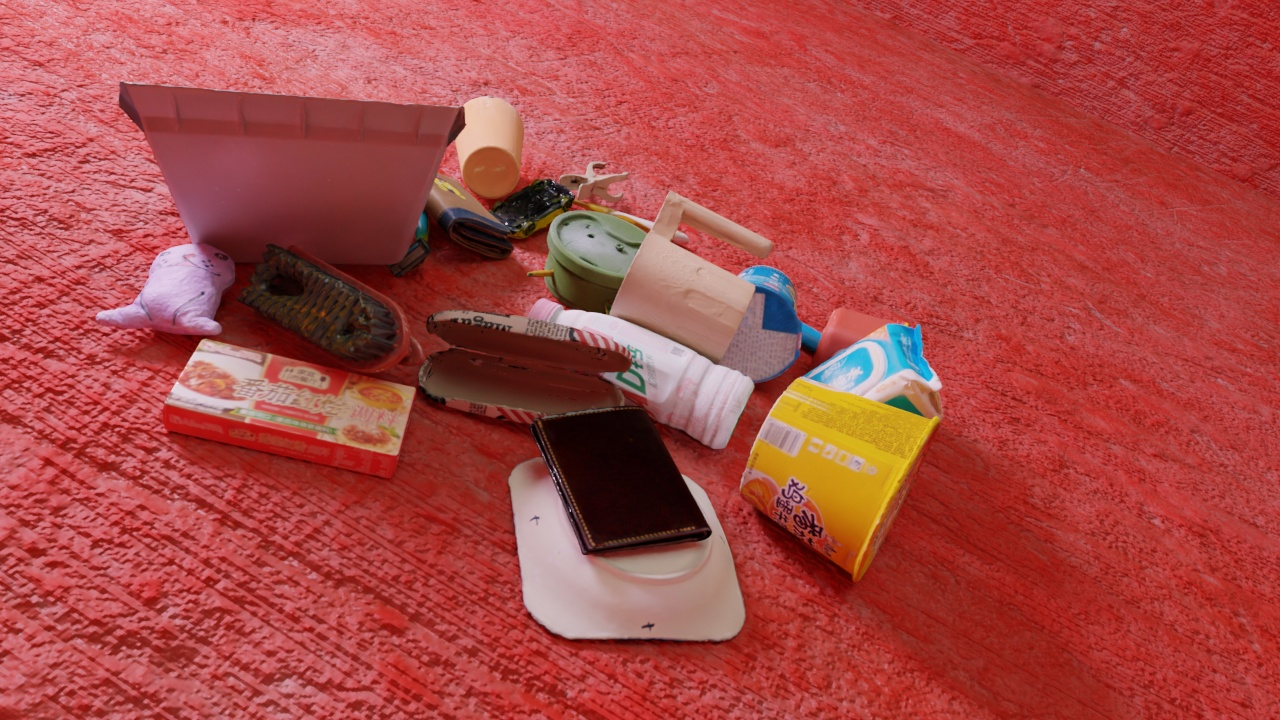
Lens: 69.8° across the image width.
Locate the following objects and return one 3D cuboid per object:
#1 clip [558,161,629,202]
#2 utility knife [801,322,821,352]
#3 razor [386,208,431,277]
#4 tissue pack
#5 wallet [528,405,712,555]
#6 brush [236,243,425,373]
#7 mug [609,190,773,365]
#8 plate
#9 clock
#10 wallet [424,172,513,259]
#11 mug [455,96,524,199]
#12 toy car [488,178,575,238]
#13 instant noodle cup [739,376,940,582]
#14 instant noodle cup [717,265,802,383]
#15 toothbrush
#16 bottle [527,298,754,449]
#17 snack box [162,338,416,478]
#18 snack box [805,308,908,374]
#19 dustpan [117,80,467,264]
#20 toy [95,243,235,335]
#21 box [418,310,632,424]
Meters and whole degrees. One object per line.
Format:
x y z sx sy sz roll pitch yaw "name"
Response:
-0.041 -0.194 1.030 0.083 0.035 0.104 21 22 4 "clip"
0.140 -0.046 0.967 0.191 0.018 0.034 33 24 15 "utility knife"
-0.212 -0.124 0.863 0.028 0.043 0.132 43 18 -34 "razor"
0.191 0.032 0.796 0.063 0.140 0.089 43 28 -25 "tissue pack"
-0.016 0.081 0.646 0.096 0.020 0.122 -5 43 -26 "wallet"
-0.226 -0.034 0.689 0.146 0.063 0.069 25 -4 26 "brush"
0.045 -0.070 0.797 0.103 0.124 0.084 26 -4 1 "mug"
-0.006 0.120 0.646 0.163 0.034 0.164 7 36 -21 "plate"
-0.032 -0.100 0.907 0.116 0.056 0.160 30 35 9 "clock"
-0.181 -0.148 0.890 0.115 0.033 0.090 44 13 31 "wallet"
-0.159 -0.221 0.970 0.078 0.078 0.122 11 32 -17 "mug"
-0.114 -0.155 0.959 0.048 0.032 0.105 35 48 18 "toy car"
0.149 0.084 0.705 0.110 0.138 0.137 26 34 21 "instant noodle cup"
0.112 -0.043 0.889 0.099 0.099 0.109 25 26 4 "instant noodle cup"
-0.035 -0.161 1.025 0.191 0.016 0.018 18 46 -7 "toothbrush"
-0.005 0.005 0.775 0.197 0.068 0.068 26 35 8 "bottle"
-0.239 0.033 0.639 0.153 0.026 0.075 14 36 -12 "snack box"
0.208 0.000 0.883 0.080 0.091 0.081 23 33 12 "snack box"
-0.274 -0.172 0.742 0.222 0.258 0.142 -1 61 -20 "dustpan"
-0.343 -0.053 0.684 0.084 0.039 0.107 5 39 -10 "toy"
-0.088 -0.003 0.712 0.163 0.088 0.076 10 32 0 "box"
